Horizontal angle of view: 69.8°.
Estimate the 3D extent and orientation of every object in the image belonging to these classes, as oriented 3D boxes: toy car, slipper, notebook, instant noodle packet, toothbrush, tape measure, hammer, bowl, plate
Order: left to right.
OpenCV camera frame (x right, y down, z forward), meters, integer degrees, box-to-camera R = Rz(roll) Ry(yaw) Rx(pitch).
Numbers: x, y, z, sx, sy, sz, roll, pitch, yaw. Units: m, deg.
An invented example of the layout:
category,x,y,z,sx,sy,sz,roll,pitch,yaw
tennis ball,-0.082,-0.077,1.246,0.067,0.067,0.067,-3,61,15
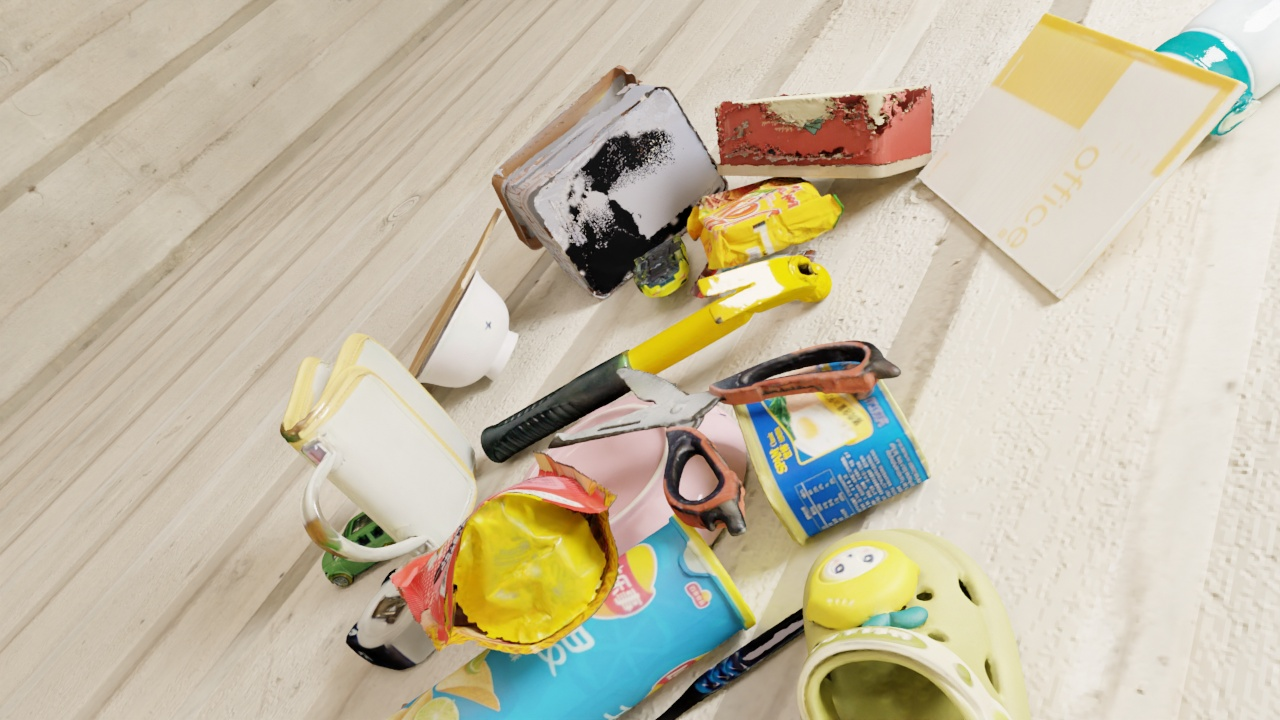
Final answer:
category,x,y,z,sx,sy,sz,roll,pitch,yaw
toy car,-0.223,0.146,0.748,0.091,0.036,0.043,-35,31,11
tape measure,-0.164,0.180,0.640,0.066,0.033,0.065,-9,42,40
notebook,-0.198,-0.039,0.906,0.208,0.008,0.147,-52,17,35
bowl,-0.154,-0.017,0.858,0.118,0.064,0.118,-56,15,23
plate,-0.022,0.086,0.616,0.193,0.039,0.192,-27,31,17
hammer,-0.004,0.004,0.681,0.301,0.033,0.128,-30,-12,27
toy car,0.022,-0.081,0.813,0.048,0.032,0.105,-30,19,11
toothbrush,0.050,0.154,0.470,0.189,0.016,0.014,-35,41,1
instant noodle packet,0.095,-0.115,0.740,0.111,0.044,0.128,-22,20,4
slipper,0.108,0.135,0.373,0.092,0.081,0.190,-23,35,18
notebook,0.269,-0.143,0.600,0.146,0.010,0.206,-55,24,22

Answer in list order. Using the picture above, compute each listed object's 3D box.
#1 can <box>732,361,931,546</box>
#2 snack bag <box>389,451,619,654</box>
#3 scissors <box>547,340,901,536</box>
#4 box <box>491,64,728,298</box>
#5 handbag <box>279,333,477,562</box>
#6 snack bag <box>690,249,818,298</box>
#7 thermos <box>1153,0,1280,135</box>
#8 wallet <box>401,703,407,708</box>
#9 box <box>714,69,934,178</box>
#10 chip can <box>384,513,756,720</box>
category,x,y,z,sx,sy,sz,roll,pitch,yaw
can,0.107,0.044,0.523,0.083,0.057,0.102,-28,31,10
snack bag,-0.080,0.102,0.515,0.128,0.073,0.208,-42,9,-16
scissors,0.039,0.030,0.529,0.189,0.015,0.225,-31,26,-3
box,-0.047,-0.181,0.909,0.182,0.150,0.166,-41,28,-7
handbag,-0.187,0.082,0.671,0.063,0.163,0.178,-28,33,14
snack bag,0.089,-0.067,0.728,0.104,0.026,0.048,4,57,48
thermos,0.409,-0.220,0.567,0.224,0.073,0.073,-37,30,0
wallet,-0.103,0.235,0.515,0.115,0.020,0.101,-19,36,23
box,0.144,-0.193,0.746,0.091,0.078,0.169,-22,23,-41
chip can,-0.045,0.167,0.476,0.210,0.071,0.071,-34,30,-5
